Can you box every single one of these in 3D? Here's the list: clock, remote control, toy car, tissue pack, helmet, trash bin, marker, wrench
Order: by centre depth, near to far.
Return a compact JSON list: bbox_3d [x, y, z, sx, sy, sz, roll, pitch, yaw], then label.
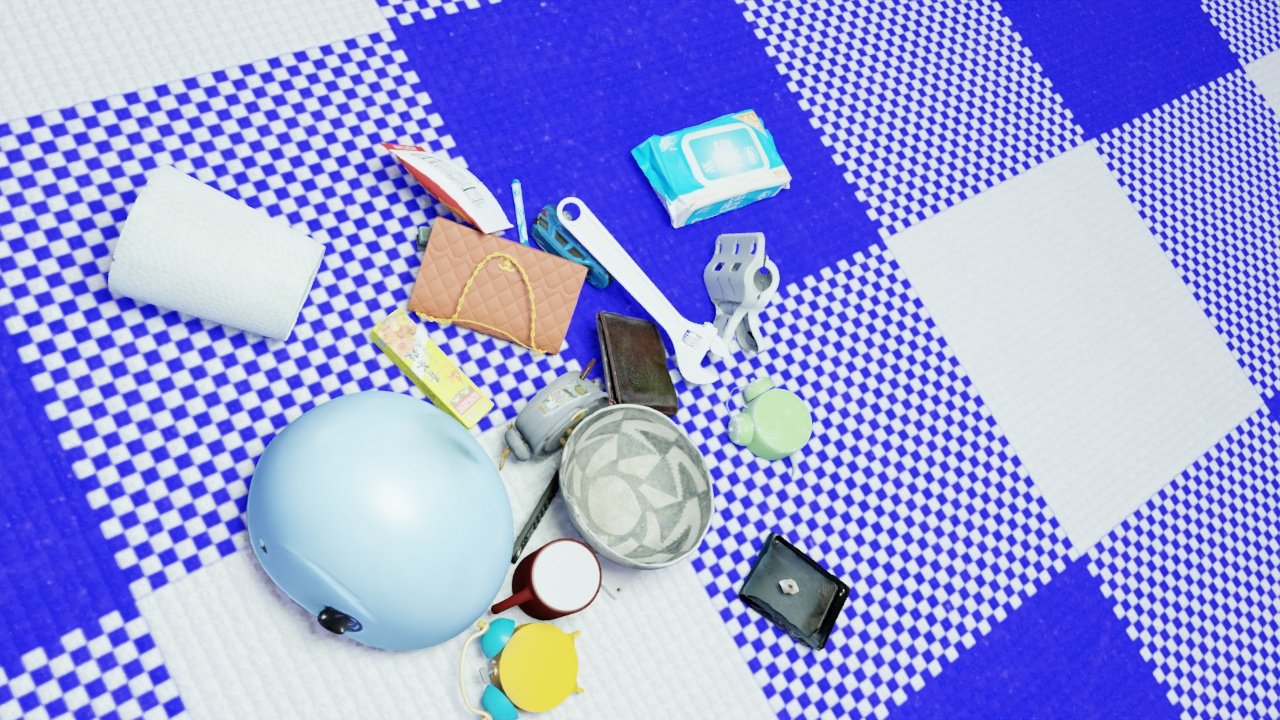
[{"bbox_3d":[-0.226,0.146,0.861,0.265,0.167,0.224,44,52,-12],"label":"helmet"},{"bbox_3d":[-0.408,-0.097,0.901,0.161,0.134,0.133,23,64,-18],"label":"trash bin"},{"bbox_3d":[-0.117,0.305,0.910,0.129,0.044,0.099,3,74,-29],"label":"clock"},{"bbox_3d":[-0.095,0.067,0.978,0.147,0.104,0.056,-39,78,-13],"label":"clock"},{"bbox_3d":[-0.102,0.151,0.979,0.009,0.030,0.139,25,63,10],"label":"remote control"},{"bbox_3d":[-0.001,0.197,1.012,0.050,0.011,0.135,46,62,0],"label":"remote control"},{"bbox_3d":[0.003,-0.080,1.052,0.066,0.018,0.273,-41,100,12],"label":"wrench"},{"bbox_3d":[-0.079,-0.130,1.081,0.120,0.056,0.043,42,68,1],"label":"toy car"},{"bbox_3d":[-0.139,-0.151,1.086,0.013,0.013,0.141,-3,72,-22],"label":"marker"},{"bbox_3d":[0.156,0.073,1.101,0.119,0.043,0.094,30,62,-8],"label":"clock"},{"bbox_3d":[0.101,-0.252,1.188,0.208,0.066,0.117,-21,80,-28],"label":"tissue pack"}]

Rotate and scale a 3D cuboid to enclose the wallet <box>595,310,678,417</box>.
[{"bbox_3d":[-0.006,0.006,1.051,0.099,0.031,0.119,10,62,-48],"label":"wallet"}]

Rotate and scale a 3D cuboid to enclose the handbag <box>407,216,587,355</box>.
[{"bbox_3d":[-0.158,-0.079,1.013,0.172,0.060,0.109,17,98,-15],"label":"handbag"}]

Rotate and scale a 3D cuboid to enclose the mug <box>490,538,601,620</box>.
[{"bbox_3d":[-0.099,0.228,0.922,0.105,0.083,0.073,-20,79,-26],"label":"mug"}]

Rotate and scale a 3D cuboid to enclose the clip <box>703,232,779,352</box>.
[{"bbox_3d":[0.119,-0.081,1.107,0.075,0.125,0.144,0,96,-17],"label":"clip"}]

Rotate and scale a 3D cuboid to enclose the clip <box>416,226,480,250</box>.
[{"bbox_3d":[-0.215,-0.138,1.043,0.076,0.045,0.023,-1,73,-24],"label":"clip"}]

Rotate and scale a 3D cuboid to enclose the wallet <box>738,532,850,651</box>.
[{"bbox_3d":[0.175,0.263,1.047,0.115,0.026,0.089,38,62,-4],"label":"wallet"}]

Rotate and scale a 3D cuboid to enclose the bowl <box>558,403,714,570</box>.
[{"bbox_3d":[-0.015,0.141,0.974,0.178,0.081,0.178,14,59,-24],"label":"bowl"}]

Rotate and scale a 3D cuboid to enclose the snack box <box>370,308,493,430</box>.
[{"bbox_3d":[-0.224,0.012,0.984,0.148,0.029,0.040,46,62,-1],"label":"snack box"}]

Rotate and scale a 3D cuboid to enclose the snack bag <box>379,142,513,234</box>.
[{"bbox_3d":[-0.209,-0.195,1.022,0.144,0.130,0.039,41,102,-4],"label":"snack bag"}]
